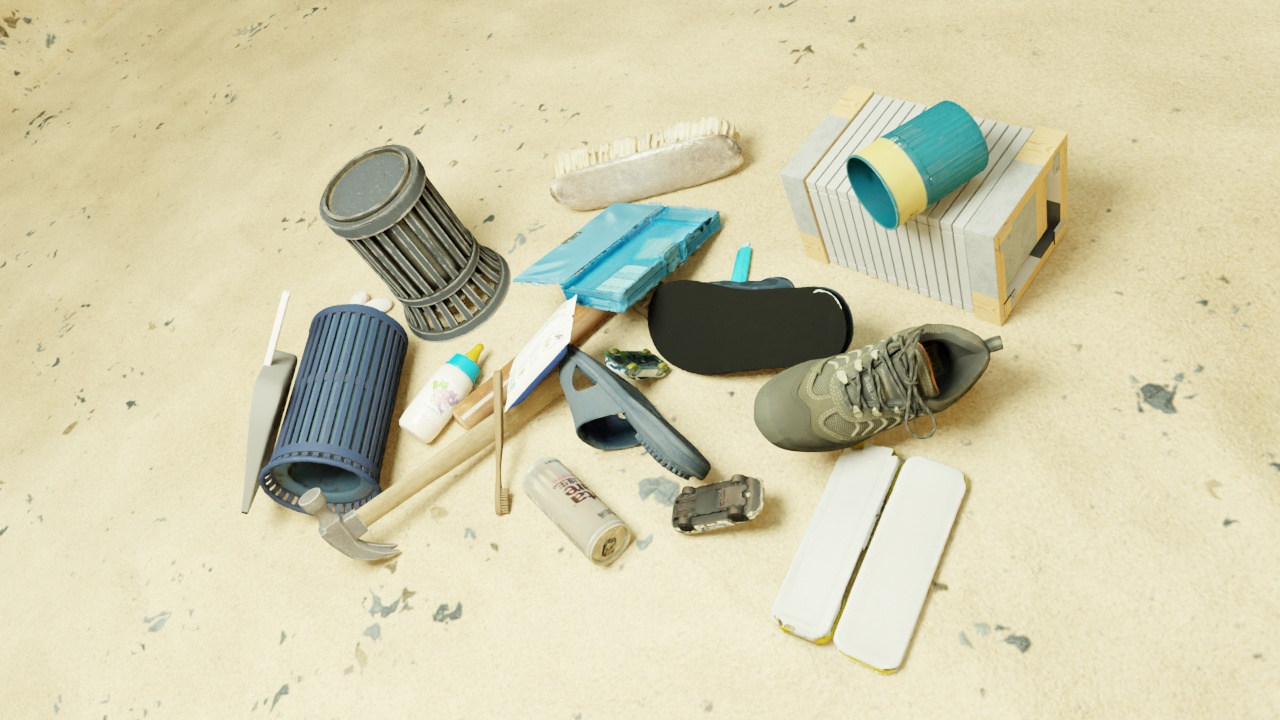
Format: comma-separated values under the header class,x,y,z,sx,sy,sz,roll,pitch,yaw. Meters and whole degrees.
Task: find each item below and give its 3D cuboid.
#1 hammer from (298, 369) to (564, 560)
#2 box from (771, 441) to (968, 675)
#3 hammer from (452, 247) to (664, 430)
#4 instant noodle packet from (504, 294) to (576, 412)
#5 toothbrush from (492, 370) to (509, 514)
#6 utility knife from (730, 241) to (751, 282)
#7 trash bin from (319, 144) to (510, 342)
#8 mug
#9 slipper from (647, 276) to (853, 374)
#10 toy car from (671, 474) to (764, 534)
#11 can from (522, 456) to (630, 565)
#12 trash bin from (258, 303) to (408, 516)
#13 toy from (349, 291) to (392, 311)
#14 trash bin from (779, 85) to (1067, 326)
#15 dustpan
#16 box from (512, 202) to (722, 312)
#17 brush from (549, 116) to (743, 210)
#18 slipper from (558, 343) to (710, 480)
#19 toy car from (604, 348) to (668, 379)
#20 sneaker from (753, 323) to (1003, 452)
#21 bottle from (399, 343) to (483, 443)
class,x,y,z,sx,sy,sz,roll,pitch,yaw
hammer,-0.224,0.112,1.076,0.330,0.119,0.031,-36,30,-16
box,0.216,0.178,0.865,0.129,0.034,0.209,16,64,29
hammer,-0.116,-0.023,1.153,0.300,0.037,0.158,-42,50,-8
instant noodle packet,-0.115,-0.008,1.055,0.135,0.026,0.086,-45,25,32
toothbrush,-0.162,0.094,1.060,0.016,0.016,0.166,-3,82,5
utility knife,0.122,-0.102,1.115,0.022,0.015,0.116,8,57,14
trash bin,-0.297,-0.156,1.206,0.164,0.227,0.164,-12,52,16
mug,0.259,-0.192,0.888,0.107,0.083,0.113,-34,22,-2
slipper,0.128,-0.040,1.032,0.266,0.083,0.109,2,98,40
toy car,0.080,0.149,0.931,0.113,0.040,0.048,-19,48,37
can,-0.072,0.159,0.990,0.054,0.054,0.136,-45,50,-10
trash bin,-0.374,0.055,1.153,0.139,0.139,0.249,-12,51,17
toy,-0.413,-0.049,1.309,0.076,0.037,0.125,10,57,34
trash bin,0.307,-0.172,0.993,0.247,0.142,0.142,27,71,37
dustpan,-0.455,0.037,1.133,0.163,0.033,0.258,-119,47,-67
box,-0.027,-0.139,1.143,0.175,0.033,0.230,14,41,33
brush,0.005,-0.262,1.237,0.272,0.083,0.056,-11,54,19
slipper,-0.029,0.067,1.006,0.082,0.101,0.263,-50,45,1
toy car,-0.006,0.006,1.057,0.039,0.089,0.027,42,117,34
sneaker,0.232,0.027,0.857,0.237,0.143,0.101,-20,87,-8
bottle,-0.244,0.036,1.160,0.051,0.051,0.146,22,68,35
